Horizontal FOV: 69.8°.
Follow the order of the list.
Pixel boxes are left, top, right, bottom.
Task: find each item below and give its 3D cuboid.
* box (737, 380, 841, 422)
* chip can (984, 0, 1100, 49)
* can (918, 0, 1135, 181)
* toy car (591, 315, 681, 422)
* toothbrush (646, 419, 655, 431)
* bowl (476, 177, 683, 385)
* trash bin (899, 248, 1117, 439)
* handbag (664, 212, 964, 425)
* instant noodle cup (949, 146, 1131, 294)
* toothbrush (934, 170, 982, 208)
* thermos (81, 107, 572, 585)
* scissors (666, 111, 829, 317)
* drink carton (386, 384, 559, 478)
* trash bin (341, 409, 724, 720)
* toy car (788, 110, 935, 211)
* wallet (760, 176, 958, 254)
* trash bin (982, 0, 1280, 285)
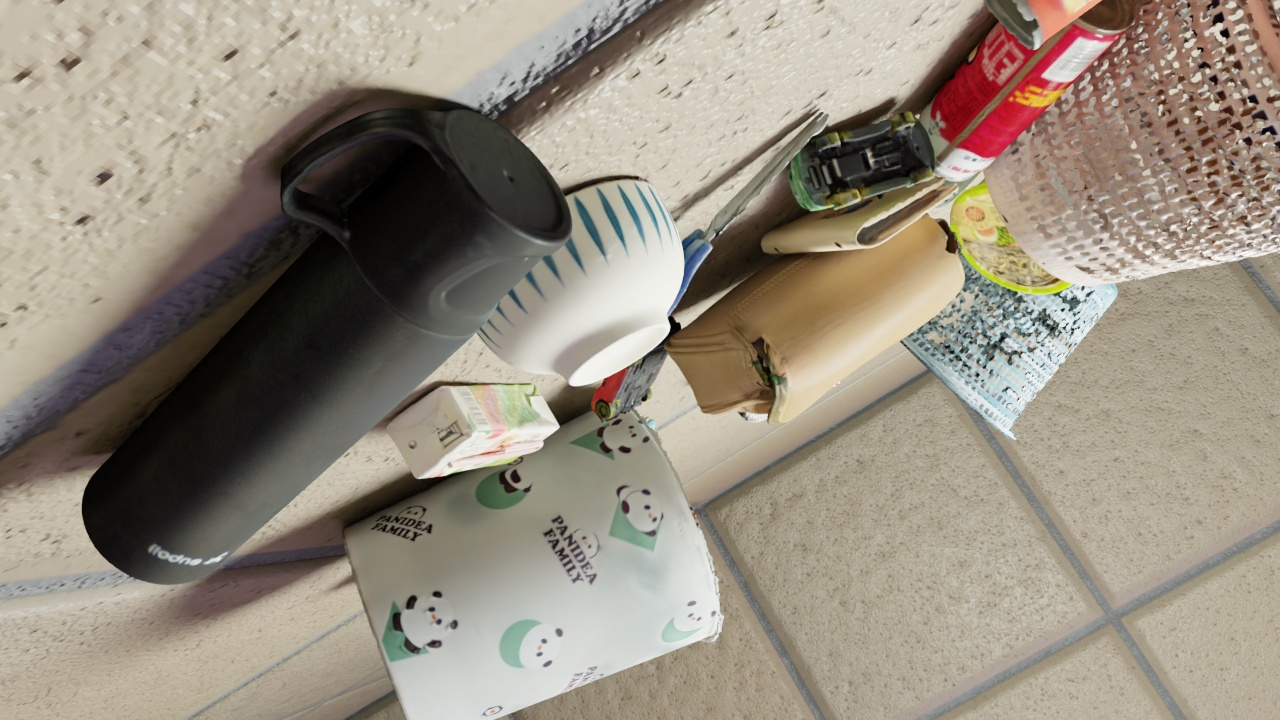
[{"bbox_3d":[0.148,0.018,0.967,0.162,0.088,0.076,-18,144,-35],"label":"box"},{"bbox_3d":[0.218,-0.208,0.326,0.217,0.073,0.073,-36,166,21],"label":"chip can"},{"bbox_3d":[0.209,-0.159,0.520,0.053,0.053,0.133,-24,165,-25],"label":"can"},{"bbox_3d":[-0.004,0.004,0.705,0.049,0.031,0.107,-24,153,-41],"label":"toy car"},{"bbox_3d":[-0.060,0.099,0.942,0.223,0.026,0.027,-16,120,-45],"label":"toothbrush"},{"bbox_3d":[-0.026,-0.030,0.462,0.116,0.066,0.116,-28,167,-7],"label":"bowl"},{"bbox_3d":[0.404,-0.058,1.029,0.195,0.226,0.226,-48,163,14],"label":"trash bin"},{"bbox_3d":[0.126,-0.030,0.648,0.204,0.100,0.148,-34,-171,-10],"label":"handbag"},{"bbox_3d":[0.332,-0.136,0.744,0.123,0.111,0.112,-48,173,-21],"label":"instant noodle cup"},{"bbox_3d":[0.283,-0.174,0.713,0.017,0.016,0.188,-35,170,-29],"label":"toothbrush"},{"bbox_3d":[-0.138,-0.002,0.356,0.243,0.068,0.090,-39,132,26],"label":"thermos"},{"bbox_3d":[0.040,-0.079,0.524,0.174,0.012,0.108,-55,-156,-2],"label":"scissors"},{"bbox_3d":[-0.106,0.046,0.611,0.054,0.045,0.122,-36,166,16],"label":"drink carton"},{"bbox_3d":[-0.097,0.178,0.770,0.251,0.229,0.230,-20,164,-17],"label":"trash bin"},{"bbox_3d":[0.129,-0.114,0.535,0.091,0.043,0.036,-18,179,-16],"label":"toy car"},{"bbox_3d":[0.139,-0.094,0.591,0.087,0.024,0.115,-28,-168,-16],"label":"wallet"},{"bbox_3d":[0.327,-0.143,0.546,0.226,0.227,0.193,-22,176,-34],"label":"trash bin"}]
